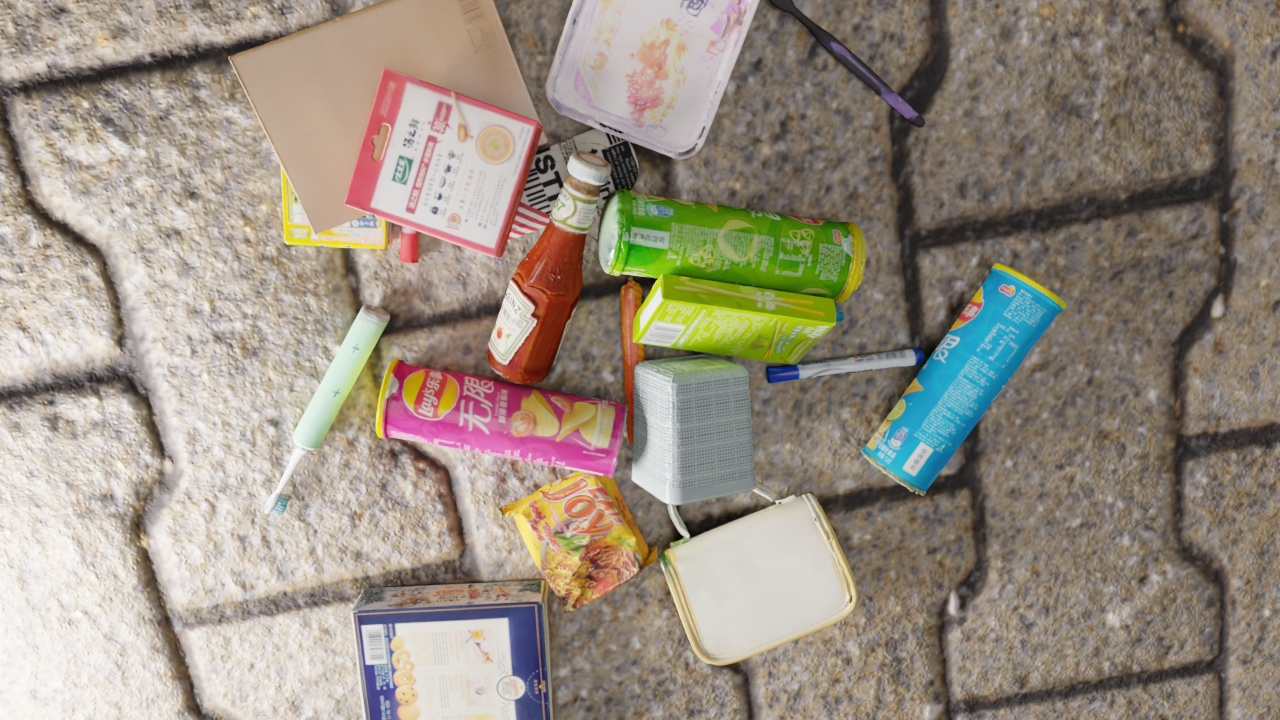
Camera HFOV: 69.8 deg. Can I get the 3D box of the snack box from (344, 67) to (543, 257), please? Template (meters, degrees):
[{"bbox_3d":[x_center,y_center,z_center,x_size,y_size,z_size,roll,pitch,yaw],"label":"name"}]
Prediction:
[{"bbox_3d":[-0.156,-0.156,0.734,0.127,0.044,0.113,19,98,-3],"label":"snack box"}]

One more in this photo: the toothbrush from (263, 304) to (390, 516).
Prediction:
[{"bbox_3d":[-0.289,0.048,0.830,0.027,0.026,0.225,25,102,-31],"label":"toothbrush"}]

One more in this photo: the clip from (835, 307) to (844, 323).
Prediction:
[{"bbox_3d":[0.159,-0.050,0.833,0.057,0.049,0.015,25,102,-3],"label":"clip"}]

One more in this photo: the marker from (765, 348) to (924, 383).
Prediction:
[{"bbox_3d":[0.189,0.005,0.849,0.146,0.017,0.017,-7,104,-1],"label":"marker"}]

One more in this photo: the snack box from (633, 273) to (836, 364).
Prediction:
[{"bbox_3d":[0.079,-0.033,0.791,0.156,0.086,0.026,7,64,-13],"label":"snack box"}]

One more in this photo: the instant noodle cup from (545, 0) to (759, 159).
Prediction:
[{"bbox_3d":[0.011,-0.266,0.749,0.138,0.060,0.173,20,101,-7],"label":"instant noodle cup"}]

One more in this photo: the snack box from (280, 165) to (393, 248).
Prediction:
[{"bbox_3d":[-0.256,-0.167,0.775,0.087,0.033,0.140,2,103,-3],"label":"snack box"}]

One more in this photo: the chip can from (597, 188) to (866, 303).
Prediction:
[{"bbox_3d":[0.074,-0.096,0.776,0.221,0.072,0.073,6,104,-12],"label":"chip can"}]

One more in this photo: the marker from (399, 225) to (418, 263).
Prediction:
[{"bbox_3d":[-0.196,-0.156,0.788,0.017,0.017,0.145,4,104,-4],"label":"marker"}]

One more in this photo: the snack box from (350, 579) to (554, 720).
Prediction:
[{"bbox_3d":[-0.177,0.308,0.893,0.182,0.045,0.178,-2,104,-2],"label":"snack box"}]

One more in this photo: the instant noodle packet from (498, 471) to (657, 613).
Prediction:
[{"bbox_3d":[-0.056,0.163,0.864,0.111,0.044,0.128,-29,104,0],"label":"instant noodle packet"}]

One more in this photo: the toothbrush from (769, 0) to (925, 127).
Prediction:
[{"bbox_3d":[0.174,-0.261,0.785,0.189,0.016,0.014,36,111,-14],"label":"toothbrush"}]

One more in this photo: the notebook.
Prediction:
[{"bbox_3d":[-0.198,-0.211,0.747,0.211,0.012,0.149,-24,109,-9],"label":"notebook"}]

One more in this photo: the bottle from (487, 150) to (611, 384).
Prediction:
[{"bbox_3d":[-0.074,-0.075,0.769,0.060,0.059,0.206,19,118,-8],"label":"bottle"}]

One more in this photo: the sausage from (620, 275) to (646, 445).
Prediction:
[{"bbox_3d":[-0.005,0.005,0.836,0.021,0.021,0.165,-3,105,-2],"label":"sausage"}]

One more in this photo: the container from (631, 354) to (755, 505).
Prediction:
[{"bbox_3d":[0.044,0.057,0.810,0.089,0.090,0.111,-8,103,-24],"label":"container"}]

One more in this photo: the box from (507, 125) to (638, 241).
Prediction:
[{"bbox_3d":[-0.080,-0.146,0.777,0.164,0.059,0.072,-25,125,2],"label":"box"}]

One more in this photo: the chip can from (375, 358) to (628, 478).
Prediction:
[{"bbox_3d":[-0.120,0.052,0.815,0.210,0.071,0.071,11,103,-4],"label":"chip can"}]

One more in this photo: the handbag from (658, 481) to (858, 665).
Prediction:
[{"bbox_3d":[0.102,0.179,0.875,0.163,0.063,0.178,-22,90,3],"label":"handbag"}]

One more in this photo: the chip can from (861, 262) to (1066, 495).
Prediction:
[{"bbox_3d":[0.289,0.018,0.830,0.071,0.071,0.210,31,101,-10],"label":"chip can"}]
